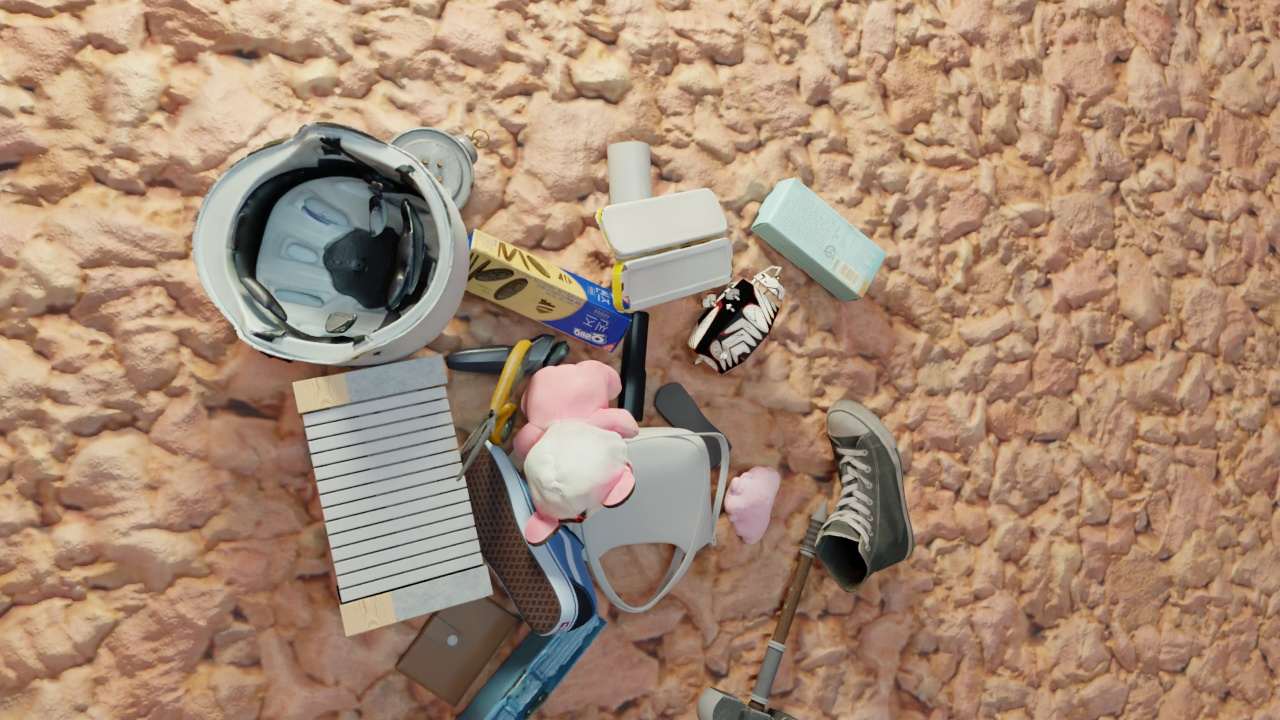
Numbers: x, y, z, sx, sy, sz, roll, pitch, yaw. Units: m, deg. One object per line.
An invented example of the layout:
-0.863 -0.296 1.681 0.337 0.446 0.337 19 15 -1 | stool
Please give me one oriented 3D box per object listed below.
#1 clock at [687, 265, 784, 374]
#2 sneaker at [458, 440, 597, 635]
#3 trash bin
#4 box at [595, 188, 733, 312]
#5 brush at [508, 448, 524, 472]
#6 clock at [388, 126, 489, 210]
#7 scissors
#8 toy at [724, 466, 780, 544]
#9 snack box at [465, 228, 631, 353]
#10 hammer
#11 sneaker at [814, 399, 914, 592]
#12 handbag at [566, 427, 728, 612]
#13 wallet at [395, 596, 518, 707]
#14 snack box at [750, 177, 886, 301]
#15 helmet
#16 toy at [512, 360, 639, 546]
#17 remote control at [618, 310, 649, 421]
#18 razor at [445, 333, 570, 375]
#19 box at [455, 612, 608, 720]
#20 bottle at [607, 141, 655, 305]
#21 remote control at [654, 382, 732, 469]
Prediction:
0.117 -0.063 1.126 0.065 0.115 0.154 39 73 -15 | clock
-0.124 0.195 1.031 0.098 0.084 0.241 9 43 -56 | sneaker
-0.262 0.134 0.956 0.142 0.143 0.247 -12 89 -20 | trash bin
0.036 -0.136 1.102 0.209 0.039 0.130 -20 100 -43 | box
-0.194 0.184 1.060 0.033 0.012 0.217 40 74 -14 | brush
-0.231 -0.215 1.033 0.147 0.056 0.104 -40 102 -15 | clock
-0.151 0.050 0.960 0.016 0.225 0.162 16 98 2 | scissors
0.137 0.179 1.156 0.093 0.050 0.102 22 82 -45 | toy
-0.110 -0.080 1.062 0.206 0.056 0.057 23 118 -18 | snack box
0.189 0.331 1.184 0.156 0.043 0.321 25 78 -18 | hammer
0.271 0.172 1.176 0.119 0.095 0.235 -23 105 -42 | sneaker
0.011 0.193 1.094 0.215 0.096 0.222 -1 94 -16 | handbag
-0.209 0.323 1.048 0.087 0.013 0.120 40 76 -15 | wallet
0.235 -0.156 1.206 0.174 0.053 0.075 35 77 -17 | snack box
-0.301 -0.105 0.942 0.264 0.163 0.236 10 83 8 | helmet
-0.074 0.092 0.996 0.142 0.212 0.084 -19 136 11 | toy
-0.007 0.007 1.131 0.032 0.015 0.136 6 86 -20 | remote control
-0.154 -0.005 1.064 0.142 0.047 0.052 -2 91 -16 | razor
-0.133 0.365 1.033 0.048 0.093 0.231 44 74 -10 | box
-0.009 -0.163 1.115 0.052 0.052 0.195 -3 90 -21 | bottle
0.065 0.081 1.158 0.046 0.009 0.124 -44 103 -16 | remote control
